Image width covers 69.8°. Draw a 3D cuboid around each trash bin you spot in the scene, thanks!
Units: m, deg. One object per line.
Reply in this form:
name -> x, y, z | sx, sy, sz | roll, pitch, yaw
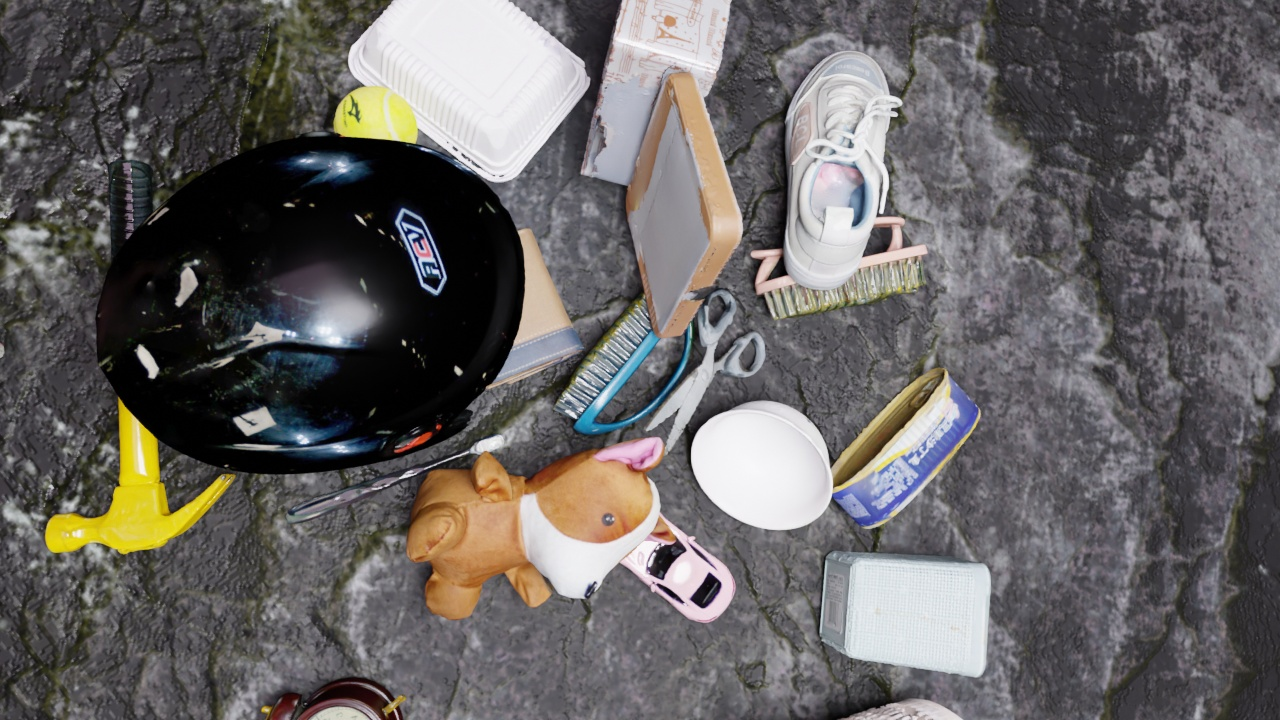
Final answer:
trash bin -> 0.171, 0.361, 0.684 | 0.191, 0.228, 0.227 | -18, 87, -23

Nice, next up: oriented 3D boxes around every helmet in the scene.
helmet -> -0.223, -0.037, 0.640 | 0.275, 0.229, 0.233 | -21, 87, 28

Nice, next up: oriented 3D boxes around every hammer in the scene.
hammer -> -0.388, -0.004, 0.708 | 0.128, 0.033, 0.300 | -4, 85, -10

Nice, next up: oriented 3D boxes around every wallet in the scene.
wallet -> -0.109, -0.043, 0.758 | 0.090, 0.033, 0.115 | -23, 87, -13

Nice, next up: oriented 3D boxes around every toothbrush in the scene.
toothbrush -> -0.196, 0.095, 0.738 | 0.181, 0.018, 0.015 | -20, 91, -9

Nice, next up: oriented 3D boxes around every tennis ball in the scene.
tennis ball -> -0.213, -0.187, 0.738 | 0.065, 0.065, 0.065 | 1, 84, -9

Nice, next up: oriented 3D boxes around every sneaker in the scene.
sneaker -> 0.164, -0.181, 0.759 | 0.089, 0.091, 0.241 | 11, 63, 4

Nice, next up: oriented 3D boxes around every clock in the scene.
clock -> -0.236, 0.288, 0.691 | 0.122, 0.055, 0.082 | -5, 85, -8

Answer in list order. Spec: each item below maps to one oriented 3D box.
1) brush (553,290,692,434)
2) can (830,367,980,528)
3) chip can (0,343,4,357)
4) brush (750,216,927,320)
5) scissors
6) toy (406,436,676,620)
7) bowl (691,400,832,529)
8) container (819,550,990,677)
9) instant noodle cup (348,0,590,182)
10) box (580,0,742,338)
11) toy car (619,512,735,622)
brush -> -0.005, 0.004, 0.756 | 0.073, 0.055, 0.143 | 38, 78, 0
can -> 0.222, 0.074, 0.778 | 0.148, 0.075, 0.049 | -45, 95, -11
chip can -> -0.553, -0.085, 0.670 | 0.071, 0.071, 0.210 | -29, 90, -11
brush -> 0.167, -0.079, 0.791 | 0.145, 0.063, 0.073 | -12, 90, -8
scissors -> 0.056, 0.013, 0.742 | 0.156, 0.014, 0.168 | 18, 62, -40
toy -> -0.072, 0.125, 0.688 | 0.199, 0.140, 0.130 | -12, 48, -9
bowl -> 0.107, 0.074, 0.758 | 0.118, 0.119, 0.064 | 42, 40, -3
container -> 0.214, 0.203, 0.758 | 0.111, 0.090, 0.090 | 8, 82, -5
instant noodle cup -> -0.141, -0.250, 0.760 | 0.173, 0.060, 0.138 | 38, 80, -2
box -> 0.016, -0.167, 0.689 | 0.105, 0.179, 0.260 | 12, 68, -7
toy car -> 0.023, 0.166, 0.756 | 0.122, 0.037, 0.056 | 39, 78, -2
